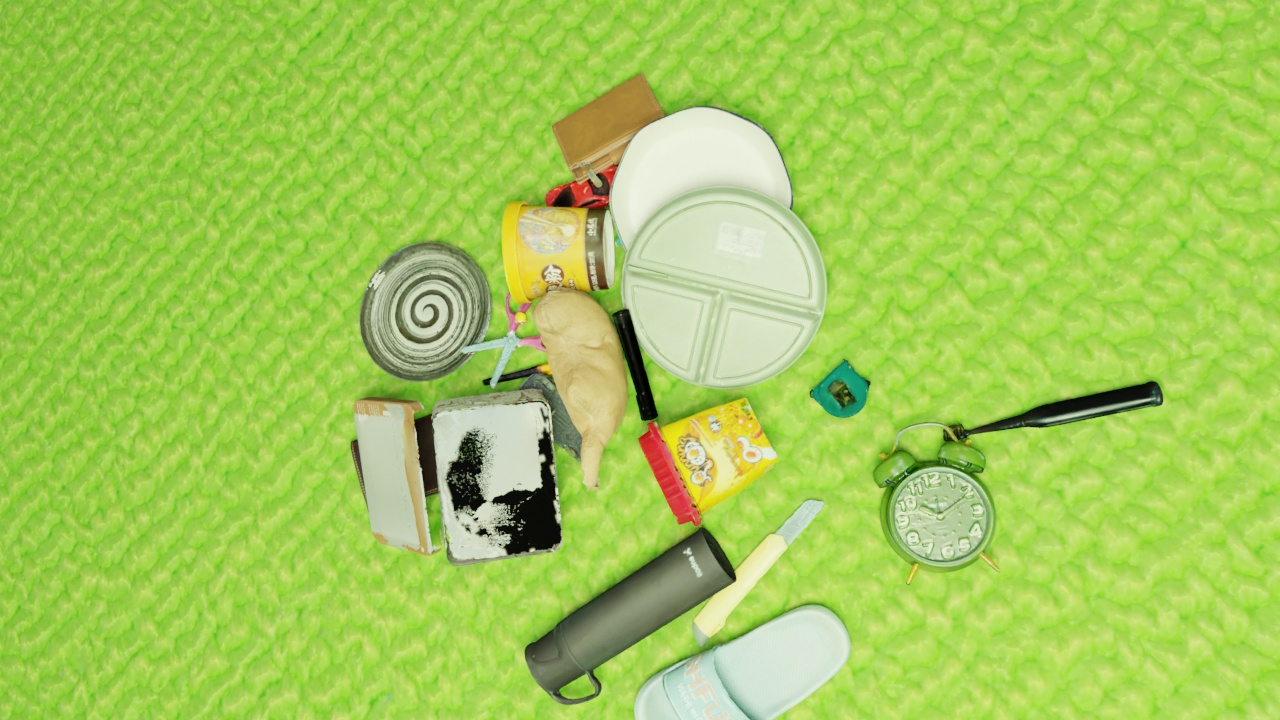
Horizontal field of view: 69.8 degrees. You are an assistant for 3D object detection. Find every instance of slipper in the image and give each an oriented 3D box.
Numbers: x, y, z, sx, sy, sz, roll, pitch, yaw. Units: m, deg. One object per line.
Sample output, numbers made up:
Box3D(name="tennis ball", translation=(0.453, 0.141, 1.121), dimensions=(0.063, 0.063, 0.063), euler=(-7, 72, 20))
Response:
Box3D(name="slipper", translation=(0.107, 0.340, 0.960), dimensions=(0.245, 0.074, 0.104), euler=(-32, 76, 6))

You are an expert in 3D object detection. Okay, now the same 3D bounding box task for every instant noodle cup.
Box3D(name="instant noodle cup", translation=(0.074, 0.105, 0.991), dimensions=(0.123, 0.116, 0.116), euler=(-26, 75, -3))
Box3D(name="instant noodle cup", translation=(-0.091, -0.127, 1.066), dimensions=(0.114, 0.118, 0.118), euler=(-1, 81, 6))

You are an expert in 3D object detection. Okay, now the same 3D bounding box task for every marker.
Box3D(name="marker", translation=(-0.006, 0.006, 1.037), dimensions=(0.020, 0.022, 0.132), euler=(7, 118, 51))
Box3D(name="marker", translation=(-0.132, 0.015, 1.100), dimensions=(0.124, 0.018, 0.015), euler=(-12, 86, 13))

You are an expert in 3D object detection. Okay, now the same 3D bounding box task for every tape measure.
Box3D(name="tape measure", translation=(0.221, 0.035, 1.002), dimensions=(0.058, 0.025, 0.054), euler=(-44, 73, 5))

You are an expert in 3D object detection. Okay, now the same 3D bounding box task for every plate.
Box3D(name="plate", translation=(0.088, -0.076, 1.011), dimensions=(0.230, 0.027, 0.230), euler=(3, 105, 11))
Box3D(name="plate", translation=(0.069, -0.181, 1.045), dimensions=(0.205, 0.045, 0.205), euler=(0, 94, 7))
Box3D(name="plate", translation=(-0.266, -0.059, 1.145), dimensions=(0.180, 0.024, 0.179), euler=(-3, 80, 16))

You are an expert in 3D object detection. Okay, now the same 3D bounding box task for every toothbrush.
Box3D(name="toothbrush", translation=(0.421, 0.056, 0.946), dimensions=(0.213, 0.027, 0.026), euler=(-13, 40, 12))

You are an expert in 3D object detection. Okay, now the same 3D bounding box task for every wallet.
Box3D(name="wallet", translation=(-0.290, 0.126, 1.124), dimensions=(0.122, 0.020, 0.096), euler=(-19, 82, 10))
Box3D(name="wallet", translation=(-0.035, -0.275, 1.098), dimensions=(0.131, 0.035, 0.119), euler=(-28, 57, 8))

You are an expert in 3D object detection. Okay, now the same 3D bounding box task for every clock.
Box3D(name="clock", translation=(0.305, 0.144, 0.948), dimensions=(0.116, 0.056, 0.161), euler=(-12, 78, 11))

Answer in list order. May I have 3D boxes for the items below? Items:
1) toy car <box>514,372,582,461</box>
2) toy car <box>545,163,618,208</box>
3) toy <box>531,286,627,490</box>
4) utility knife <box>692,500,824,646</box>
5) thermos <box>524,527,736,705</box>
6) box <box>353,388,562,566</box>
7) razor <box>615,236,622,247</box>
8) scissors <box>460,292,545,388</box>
Box3D(name="toy car", translation=(-0.093, 0.065, 1.074), dimensions=(0.120, 0.036, 0.054), euler=(41, 97, 7))
Box3D(name="toy car", translation=(-0.064, -0.202, 1.111), dimensions=(0.106, 0.031, 0.049), euler=(-22, 78, 8))
Box3D(name="toy", translation=(-0.056, 0.027, 1.012), dimensions=(0.083, 0.143, 0.226), euler=(-20, 80, 23))
Box3D(name="utility knife", translation=(0.125, 0.228, 1.000), dimensions=(0.031, 0.021, 0.208), euler=(42, 100, 15))
Box3D(name="thermos", translation=(-0.007, 0.285, 1.002), dimensions=(0.243, 0.068, 0.090), euler=(-36, 74, 8))
Box3D(name="box", translation=(-0.215, 0.129, 1.033), dimensions=(0.272, 0.132, 0.179), euler=(-3, 98, 17))
Box3D(name="razor", translation=(0.016, -0.185, 1.087), dimensions=(0.043, 0.028, 0.132), euler=(42, 96, -1))
Box3D(name="scissors", translation=(-0.145, -0.024, 1.099), dimensions=(0.131, 0.017, 0.133), euler=(18, 70, 5))
